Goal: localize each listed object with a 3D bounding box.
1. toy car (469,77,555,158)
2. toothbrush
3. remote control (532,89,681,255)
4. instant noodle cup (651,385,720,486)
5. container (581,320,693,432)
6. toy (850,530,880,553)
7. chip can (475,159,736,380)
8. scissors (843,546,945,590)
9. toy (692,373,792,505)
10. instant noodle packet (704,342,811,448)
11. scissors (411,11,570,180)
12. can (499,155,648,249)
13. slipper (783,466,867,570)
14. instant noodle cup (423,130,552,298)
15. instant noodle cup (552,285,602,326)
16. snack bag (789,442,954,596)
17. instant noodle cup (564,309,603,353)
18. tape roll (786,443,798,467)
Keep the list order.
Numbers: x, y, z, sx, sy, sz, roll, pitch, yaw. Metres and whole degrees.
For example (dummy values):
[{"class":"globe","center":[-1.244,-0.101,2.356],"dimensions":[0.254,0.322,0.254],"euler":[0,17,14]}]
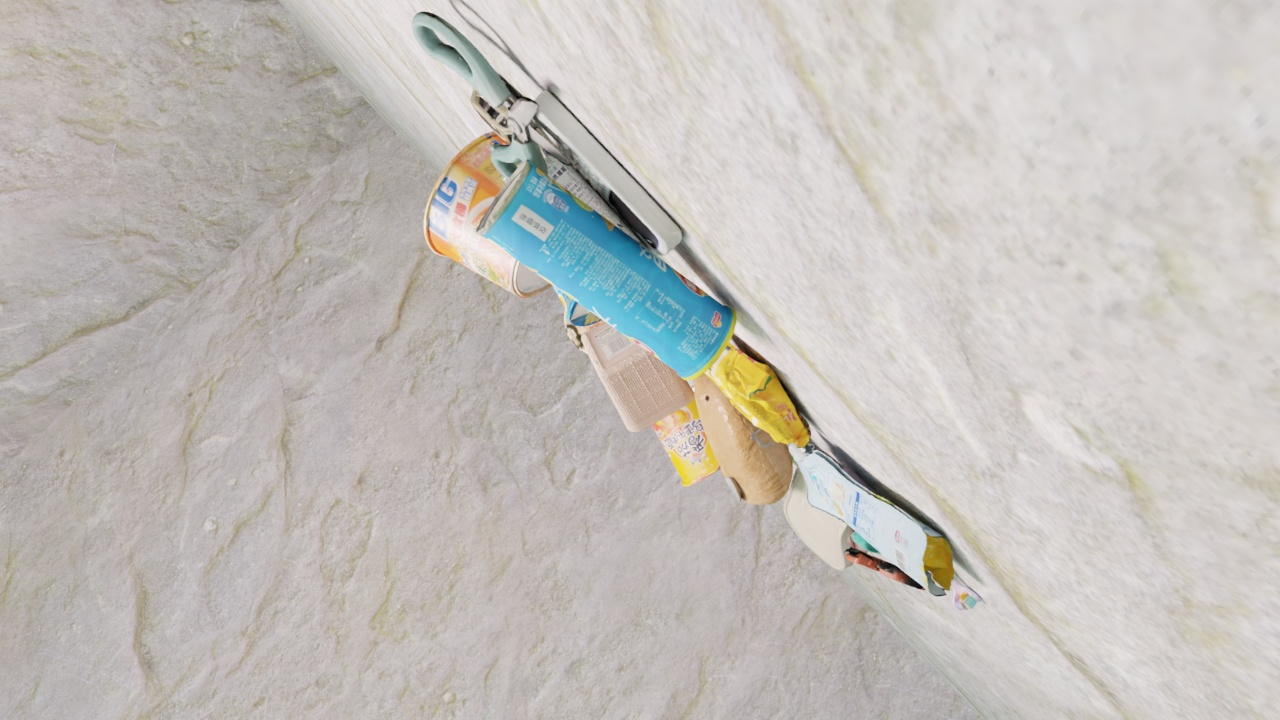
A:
[{"class":"toy car","center":[-0.107,-0.205,0.784],"dimensions":[0.090,0.035,0.042],"euler":[42,177,18]},{"class":"toothbrush","center":[0.268,0.178,0.922],"dimensions":[0.189,0.029,0.021],"euler":[47,-145,0]},{"class":"remote control","center":[-0.027,-0.139,0.694],"dimensions":[0.150,0.021,0.058],"euler":[46,177,-3]},{"class":"instant noodle cup","center":[0.087,0.098,1.331],"dimensions":[0.110,0.138,0.138],"euler":[54,177,-2]},{"class":"container","center":[-0.006,0.006,1.064],"dimensions":[0.111,0.090,0.089],"euler":[60,-178,-47]},{"class":"toy","center":[0.264,0.193,0.982],"dimensions":[0.096,0.030,0.092],"euler":[21,166,-9]},{"class":"chip can","center":[-0.024,-0.069,0.731],"dimensions":[0.210,0.071,0.071],"euler":[35,-179,-17]},{"class":"scissors","center":[0.283,0.232,1.004],"dimensions":[0.193,0.015,0.207],"euler":[22,175,-2]},{"class":"toy","center":[0.102,0.062,1.027],"dimensions":[0.226,0.082,0.143],"euler":[64,166,-23]},{"class":"instant noodle packet","center":[0.104,0.025,0.882],"dimensions":[0.111,0.044,0.128],"euler":[36,174,41]},{"class":"scissors","center":[-0.113,-0.189,0.724],"dimensions":[0.170,0.019,0.180],"euler":[42,164,13]},{"class":"can","center":[-0.060,-0.134,0.849],"dimensions":[0.146,0.058,0.058],"euler":[46,177,-13]},{"class":"slipper","center":[0.226,0.176,1.087],"dimensions":[0.114,0.054,0.275],"euler":[40,163,27]},{"class":"instant noodle cup","center":[-0.128,-0.143,0.939],"dimensions":[0.111,0.151,0.151],"euler":[36,175,17]},{"class":"instant noodle cup","center":[-0.068,-0.111,1.031],"dimensions":[0.110,0.099,0.099],"euler":[53,180,21]},{"class":"snack bag","center":[0.215,0.146,0.883],"dimensions":[0.191,0.038,0.110],"euler":[37,167,50]},{"class":"instant noodle cup","center":[-0.036,-0.051,1.268],"dimensions":[0.111,0.111,0.120],"euler":[45,-176,15]},{"class":"tape roll","center":[0.204,0.128,1.165],"dimensions":[0.086,0.014,0.086],"euler":[46,177,2]}]
